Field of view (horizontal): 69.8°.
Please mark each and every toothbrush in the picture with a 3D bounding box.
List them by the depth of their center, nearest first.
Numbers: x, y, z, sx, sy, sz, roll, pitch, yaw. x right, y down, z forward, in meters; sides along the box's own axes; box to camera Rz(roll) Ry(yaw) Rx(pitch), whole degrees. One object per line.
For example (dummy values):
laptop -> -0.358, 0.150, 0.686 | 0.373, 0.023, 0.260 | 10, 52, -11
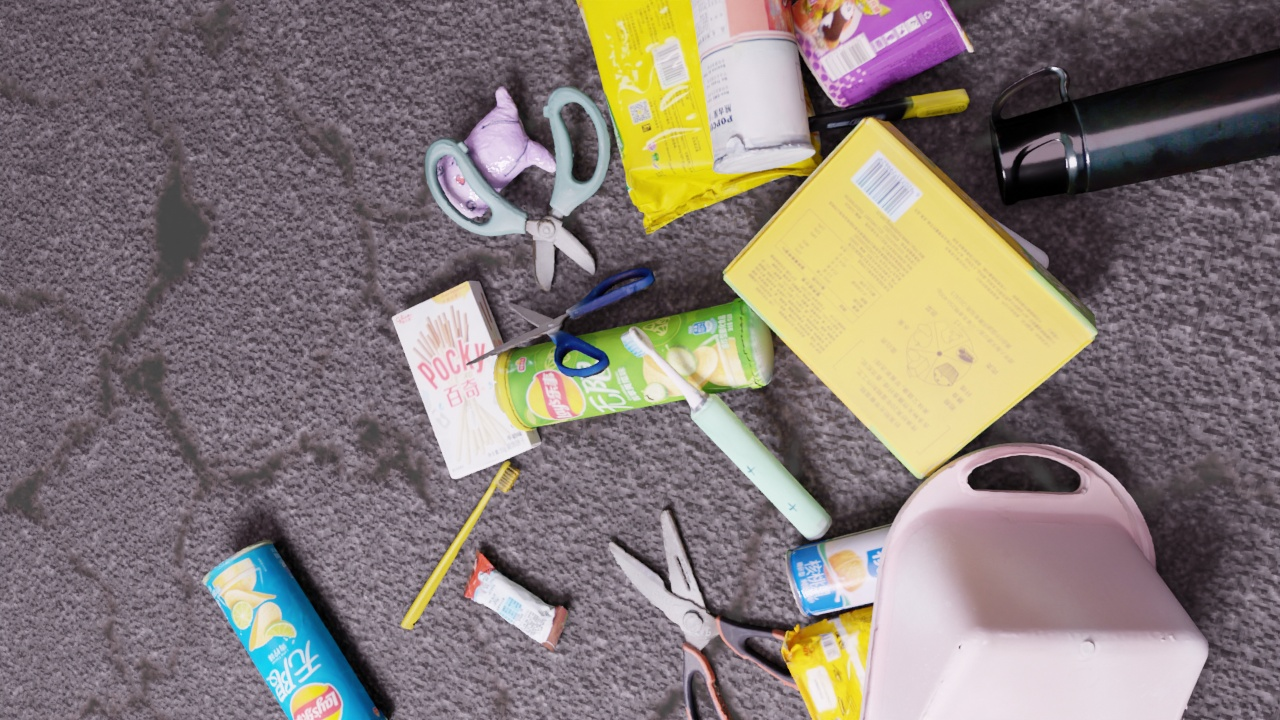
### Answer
toothbrush -> 0.067, 0.055, 0.692 | 0.224, 0.026, 0.027 | 46, 131, -15
toothbrush -> -0.163, 0.169, 0.826 | 0.016, 0.015, 0.190 | 35, 103, 7

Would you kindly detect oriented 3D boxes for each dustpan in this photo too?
dustpan -> 0.264, 0.206, 0.648 | 0.222, 0.138, 0.274 | 5, 120, -10

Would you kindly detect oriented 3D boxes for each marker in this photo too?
marker -> 0.180, -0.181, 0.670 | 0.124, 0.018, 0.015 | -10, 67, -4

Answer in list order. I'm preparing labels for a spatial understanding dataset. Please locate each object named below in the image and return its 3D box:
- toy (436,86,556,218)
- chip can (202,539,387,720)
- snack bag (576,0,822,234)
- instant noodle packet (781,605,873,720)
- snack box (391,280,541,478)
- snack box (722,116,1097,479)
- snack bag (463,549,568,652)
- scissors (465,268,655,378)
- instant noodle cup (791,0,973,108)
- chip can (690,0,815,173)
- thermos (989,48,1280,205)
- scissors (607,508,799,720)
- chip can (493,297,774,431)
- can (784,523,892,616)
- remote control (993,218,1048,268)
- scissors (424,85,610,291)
toy -> -0.131, -0.167, 0.785 | 0.108, 0.039, 0.084 | -37, 90, 15
chip can -> -0.321, 0.273, 0.855 | 0.071, 0.071, 0.210 | -39, 81, 16
snack bag -> 0.036, -0.236, 0.711 | 0.158, 0.068, 0.246 | -16, 89, 18
instant noodle packet -> 0.176, 0.250, 0.700 | 0.111, 0.044, 0.128 | -20, 90, 4
snack box -> -0.154, 0.017, 0.809 | 0.085, 0.026, 0.156 | -23, 87, 18
snack box -> 0.187, -0.045, 0.655 | 0.210, 0.069, 0.158 | 47, 116, 9
snack bag -> -0.111, 0.211, 0.805 | 0.104, 0.026, 0.048 | 26, 107, 15
scissors -> -0.060, -0.031, 0.741 | 0.162, 0.173, 0.012 | -37, 124, -17
instant noodle cup -> 0.165, -0.241, 0.653 | 0.099, 0.111, 0.111 | -29, 84, 27
chip can -> 0.068, -0.242, 0.627 | 0.071, 0.071, 0.214 | -8, 92, 18
thermos -> 0.361, -0.169, 0.605 | 0.243, 0.068, 0.090 | -9, 95, 18
scissors -> 0.059, 0.233, 0.758 | 0.226, 0.015, 0.189 | 17, 98, 18
chip can -> -0.004, 0.004, 0.735 | 0.222, 0.072, 0.072 | -11, 89, 18
can -> 0.181, 0.152, 0.691 | 0.135, 0.053, 0.053 | -19, 87, 18
remote control -> 0.230, -0.091, 0.679 | 0.136, 0.020, 0.056 | 38, 103, 13
scissors -> -0.105, -0.144, 0.760 | 0.181, 0.019, 0.170 | 7, 109, 0
